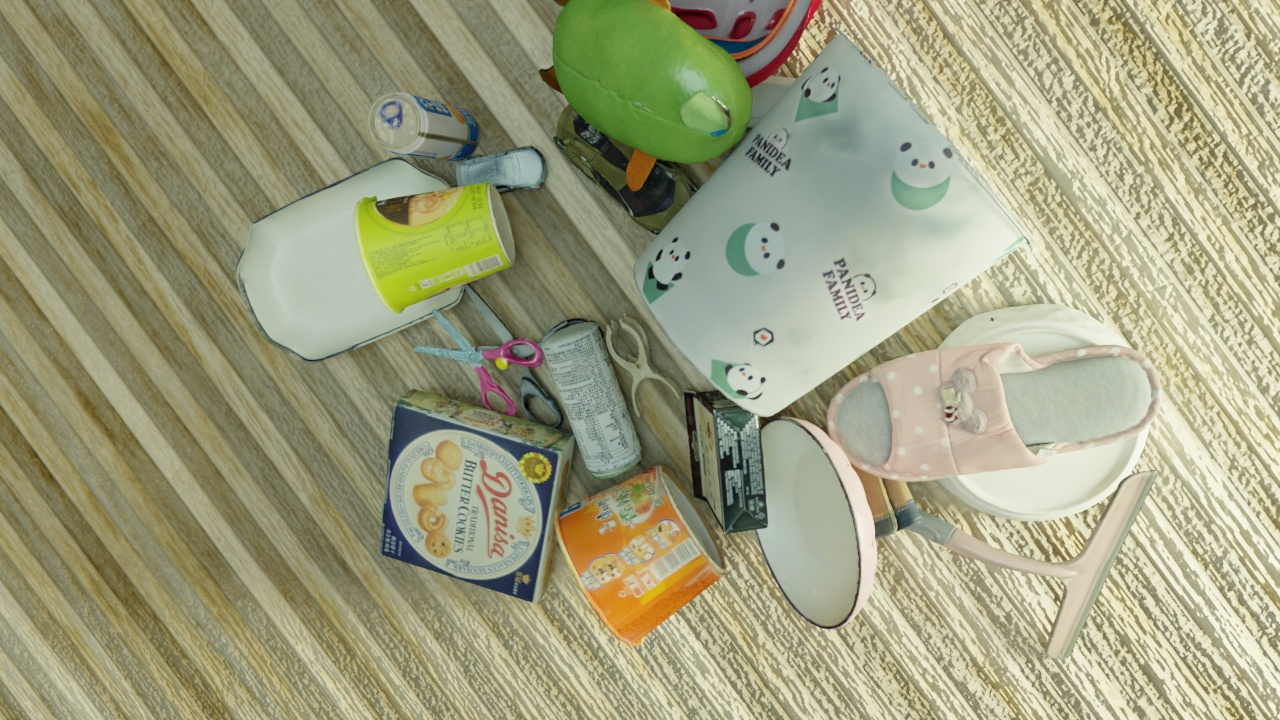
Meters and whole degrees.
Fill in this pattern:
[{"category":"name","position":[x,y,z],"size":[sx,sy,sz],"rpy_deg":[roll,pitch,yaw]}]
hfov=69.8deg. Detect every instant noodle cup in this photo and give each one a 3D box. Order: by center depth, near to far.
[{"category":"instant noodle cup","position":[-0.185,-0.112,0.853],"size":[0.123,0.111,0.111],"rpy_deg":[-15,96,4]},{"category":"instant noodle cup","position":[0.005,0.178,0.874],"size":[0.111,0.151,0.151],"rpy_deg":[-33,91,7]}]

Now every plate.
[{"category":"plate","position":[0.158,0.142,0.828],"size":[0.039,0.192,0.192],"rpy_deg":[-11,98,-20]},{"category":"plate","position":[0.353,0.051,0.828],"size":[0.205,0.045,0.205],"rpy_deg":[2,100,12]},{"category":"plate","position":[-0.289,-0.100,0.943],"size":[0.266,0.034,0.162],"rpy_deg":[-21,95,14]}]

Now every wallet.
[{"category":"wallet","position":[0.199,0.111,0.850],"size":[0.090,0.033,0.115],"rpy_deg":[-29,69,34]}]

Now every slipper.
[{"category":"slipper","position":[0.298,0.042,0.781],"size":[0.274,0.054,0.114],"rpy_deg":[-7,90,10]}]

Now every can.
[{"category":"can","position":[-0.199,-0.216,0.854],"size":[0.053,0.134,0.053],"rpy_deg":[2,99,12]},{"category":"can","position":[-0.046,0.039,0.892],"size":[0.058,0.058,0.147],"rpy_deg":[-16,104,14]}]

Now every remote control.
[{"category":"remote control","position":[0.089,-0.242,0.847],"size":[0.125,0.024,0.049],"rpy_deg":[10,100,11]}]

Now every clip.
[{"category":"clip","position":[-0.001,0.003,0.901],"size":[0.070,0.034,0.100],"rpy_deg":[-23,98,13]}]

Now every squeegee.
[{"category":"squeegee","position":[0.293,0.160,0.835],"size":[0.250,0.040,0.248],"rpy_deg":[18,131,22]}]

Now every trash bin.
[{"category":"trash bin","position":[0.145,-0.100,0.765],"size":[0.252,0.229,0.229],"rpy_deg":[-42,89,21]}]

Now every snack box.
[{"category":"snack box","position":[0.079,0.088,0.858],"size":[0.053,0.125,0.113],"rpy_deg":[-6,98,-3]},{"category":"snack box","position":[-0.170,0.138,0.936],"size":[0.182,0.045,0.178],"rpy_deg":[15,112,10]}]

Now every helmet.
[{"category":"helmet","position":[0.078,-0.360,0.768],"size":[0.207,0.143,0.240],"rpy_deg":[10,127,30]}]

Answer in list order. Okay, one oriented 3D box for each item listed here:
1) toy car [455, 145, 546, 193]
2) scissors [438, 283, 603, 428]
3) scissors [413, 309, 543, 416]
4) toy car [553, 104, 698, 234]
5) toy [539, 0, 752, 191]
[{"category":"toy car","position":[-0.137,-0.184,0.899],"size":[0.091,0.034,0.043],"rpy_deg":[-6,94,11]},{"category":"scissors","position":[-0.120,-0.012,0.918],"size":[0.159,0.014,0.178],"rpy_deg":[-32,103,8]},{"category":"scissors","position":[-0.163,0.006,0.914],"size":[0.133,0.017,0.118],"rpy_deg":[8,110,8]},{"category":"toy car","position":[-0.012,-0.185,0.869],"size":[0.158,0.042,0.070],"rpy_deg":[41,105,0]},{"category":"toy","position":[-0.005,-0.237,0.750],"size":[0.247,0.089,0.227],"rpy_deg":[38,147,28]}]
